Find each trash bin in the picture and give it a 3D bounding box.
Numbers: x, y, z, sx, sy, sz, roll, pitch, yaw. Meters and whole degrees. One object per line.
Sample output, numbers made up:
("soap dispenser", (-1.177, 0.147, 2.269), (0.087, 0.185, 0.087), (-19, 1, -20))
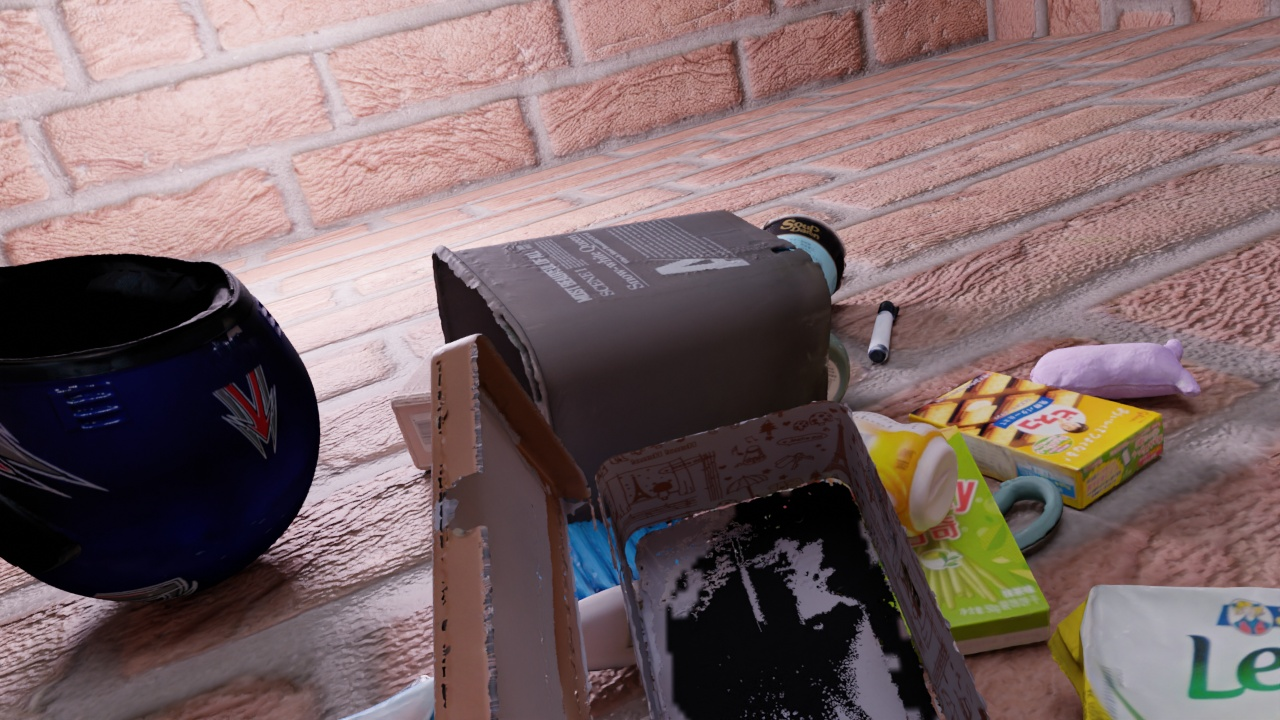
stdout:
("trash bin", (-0.004, 0.004, 0.632), (0.219, 0.199, 0.199), (-19, 34, -21))

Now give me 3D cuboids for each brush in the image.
("brush", (-0.064, 0.139, 0.460), (0.313, 0.060, 0.109), (-2, 20, -37))

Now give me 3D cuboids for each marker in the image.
("marker", (0.233, -0.029, 0.877), (0.023, 0.018, 0.130), (3, 24, 17))

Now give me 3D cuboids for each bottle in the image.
("bottle", (0.122, 0.060, 0.524), (0.108, 0.063, 0.063), (11, 32, 41))

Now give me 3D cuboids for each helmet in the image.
("helmet", (-0.406, 0.059, 0.718), (0.316, 0.241, 0.246), (9, 28, 22))

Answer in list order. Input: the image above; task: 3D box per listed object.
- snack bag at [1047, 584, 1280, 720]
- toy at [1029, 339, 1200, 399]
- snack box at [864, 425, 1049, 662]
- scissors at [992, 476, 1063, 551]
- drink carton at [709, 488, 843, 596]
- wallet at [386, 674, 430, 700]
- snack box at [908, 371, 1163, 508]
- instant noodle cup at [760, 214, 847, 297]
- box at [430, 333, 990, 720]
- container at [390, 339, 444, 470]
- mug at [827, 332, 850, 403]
("snack bag", (0.275, 0.149, 0.311), (0.247, 0.068, 0.157), (-4, 23, 24))
("toy", (0.348, 0.006, 0.681), (0.108, 0.039, 0.083), (-6, 22, 27))
("snack box", (0.163, 0.100, 0.528), (0.086, 0.026, 0.156), (-13, 31, 8))
("scissors", (0.164, 0.098, 0.584), (0.179, 0.019, 0.161), (-21, 25, -7))
("drink carton", (0.080, 0.109, 0.545), (0.045, 0.053, 0.122), (-56, 15, 11))
("wallet", (-0.124, 0.213, 0.471), (0.097, 0.019, 0.121), (-29, 23, -33))
("snack box", (0.267, 0.050, 0.630), (0.086, 0.034, 0.140), (-24, 24, -24))
("instant noodle cup", (0.150, -0.077, 0.947), (0.111, 0.111, 0.120), (-4, 30, 25))
("box", (0.038, 0.087, 0.375), (0.158, 0.217, 0.180), (-21, 47, 9))
("container", (-0.165, 0.040, 0.853), (0.090, 0.090, 0.110), (-7, 25, 18))
("mug", (0.107, 0.012, 0.771), (0.111, 0.082, 0.106), (-41, 27, -9))
